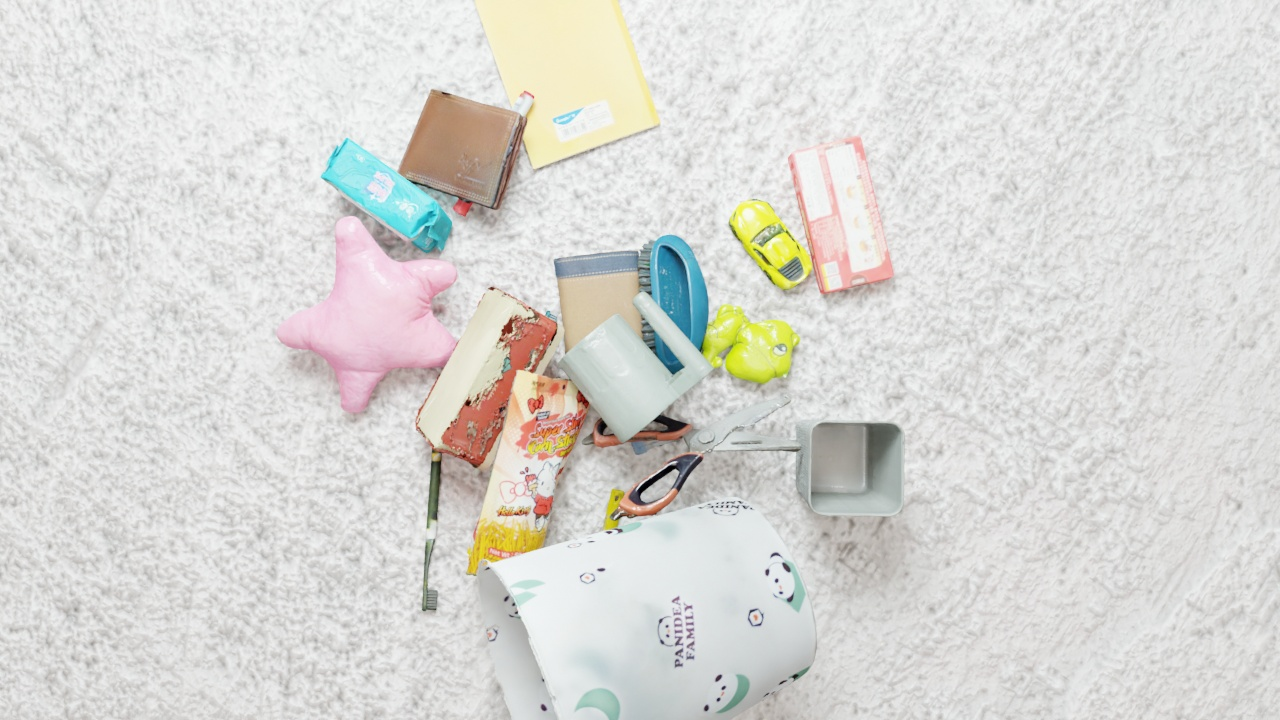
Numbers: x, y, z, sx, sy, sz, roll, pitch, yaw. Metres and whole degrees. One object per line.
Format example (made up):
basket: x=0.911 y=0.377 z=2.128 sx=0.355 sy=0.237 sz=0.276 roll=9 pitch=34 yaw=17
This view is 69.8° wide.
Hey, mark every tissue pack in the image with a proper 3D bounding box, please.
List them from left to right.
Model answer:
tissue pack: x=-0.252 y=-0.161 z=0.926 sx=0.133 sy=0.093 sz=0.050 roll=35 pitch=86 yaw=0

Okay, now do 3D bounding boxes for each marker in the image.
marker: x=-0.153 y=-0.216 z=0.957 sx=0.017 sy=0.017 sz=0.145 roll=32 pitch=95 yaw=0

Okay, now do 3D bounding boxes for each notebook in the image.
notebook: x=-0.080 y=-0.322 z=0.966 sx=0.146 sy=0.010 sz=0.206 roll=-20 pitch=90 yaw=0

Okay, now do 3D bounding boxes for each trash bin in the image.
trash bin: x=0.006 y=0.251 z=0.844 sx=0.251 sy=0.230 sz=0.229 roll=-17 pitch=90 yaw=-23

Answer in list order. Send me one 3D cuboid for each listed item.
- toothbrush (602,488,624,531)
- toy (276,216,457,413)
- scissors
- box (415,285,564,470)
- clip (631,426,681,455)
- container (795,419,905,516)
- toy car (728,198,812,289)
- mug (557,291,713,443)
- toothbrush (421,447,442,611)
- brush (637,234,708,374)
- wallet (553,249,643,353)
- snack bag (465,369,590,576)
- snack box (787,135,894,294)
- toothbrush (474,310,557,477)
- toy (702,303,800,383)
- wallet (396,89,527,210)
toothbrush: x=-0.044 y=0.229 z=0.965 sx=0.015 sy=0.016 sz=0.190 roll=13 pitch=90 yaw=-1
toy: x=-0.265 y=-0.031 z=0.937 sx=0.178 sy=0.074 sz=0.195 roll=29 pitch=103 yaw=-15
scissors: x=0.046 y=0.087 z=0.927 sx=0.189 sy=0.015 sz=0.225 roll=32 pitch=65 yaw=33
box: x=-0.159 y=0.014 z=0.916 sx=0.078 sy=0.091 sz=0.168 roll=29 pitch=90 yaw=-34
clip: x=0.018 y=0.081 z=0.963 sx=0.058 sy=0.036 sz=0.025 roll=-14 pitch=84 yaw=0
container: x=0.202 y=0.101 z=0.915 sx=0.090 sy=0.114 sz=0.090 roll=1 pitch=90 yaw=0
toy car: x=0.136 y=-0.123 z=0.956 sx=0.048 sy=0.032 sz=0.105 roll=-38 pitch=89 yaw=0
mug: x=-0.005 y=0.005 z=0.896 sx=0.124 sy=0.083 sz=0.103 roll=-41 pitch=89 yaw=26
toothbrush: x=-0.217 y=0.172 z=0.968 sx=0.017 sy=0.012 sz=0.186 roll=4 pitch=90 yaw=-6
brush: x=0.037 y=-0.057 z=0.932 sx=0.055 sy=0.074 sz=0.144 roll=-4 pitch=91 yaw=-41
wallet: x=-0.040 y=-0.055 z=0.957 sx=0.090 sy=0.033 sz=0.115 roll=-6 pitch=91 yaw=3
snack bag: x=-0.111 y=0.114 z=0.919 sx=0.073 sy=0.128 sz=0.208 roll=21 pitch=95 yaw=30
snack box: x=0.209 y=-0.151 z=0.958 sx=0.075 sy=0.025 sz=0.153 roll=-14 pitch=90 yaw=-1
toothbrush: x=-0.132 y=0.036 z=0.966 sx=0.018 sy=0.016 sz=0.191 roll=24 pitch=90 yaw=-11
toy: x=0.111 y=-0.014 z=0.957 sx=0.096 sy=0.031 sz=0.100 roll=-41 pitch=86 yaw=0
wallet: x=-0.184 y=-0.217 z=0.942 sx=0.125 sy=0.032 sz=0.101 roll=21 pitch=94 yaw=20
